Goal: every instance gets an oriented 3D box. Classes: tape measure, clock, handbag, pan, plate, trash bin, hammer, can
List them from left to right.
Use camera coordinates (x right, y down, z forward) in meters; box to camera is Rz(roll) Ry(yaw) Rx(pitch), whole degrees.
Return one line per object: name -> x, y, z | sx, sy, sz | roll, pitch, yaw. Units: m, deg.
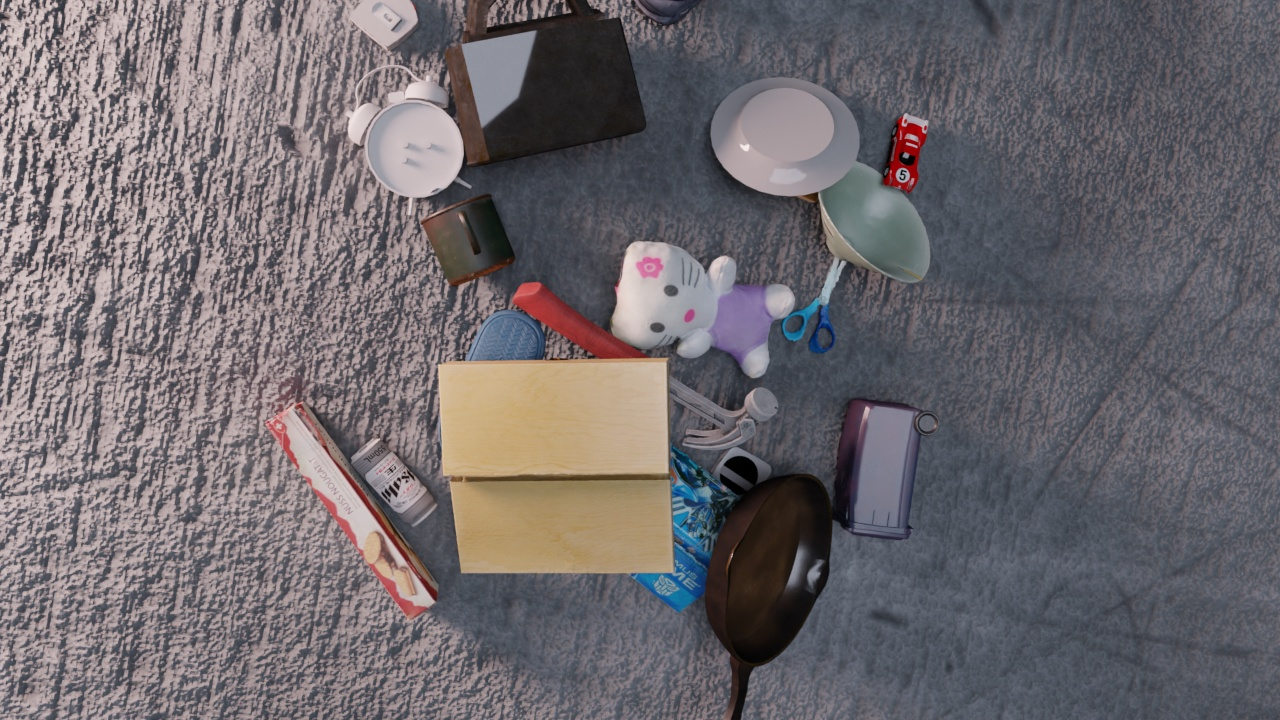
tape measure -> -0.285, -0.388, 1.032 | 0.062, 0.020, 0.060 | 41, 88, -9
can -> -0.284, 0.140, 1.058 | 0.044, 0.044, 0.106 | -41, 98, -4
clock -> -0.260, -0.252, 1.025 | 0.120, 0.061, 0.159 | -26, 98, -5
handbag -> -0.117, -0.332, 1.017 | 0.197, 0.102, 0.199 | -14, 104, -14
hammer -> -0.006, 0.006, 1.046 | 0.315, 0.126, 0.036 | 32, 47, -13
tape measure -> 0.121, 0.143, 1.128 | 0.065, 0.017, 0.064 | 33, 89, -9
pan -> 0.128, 0.298, 1.061 | 0.248, 0.043, 0.356 | 25, 82, -51
plate -> 0.168, -0.268, 1.062 | 0.173, 0.019, 0.172 | 0, 65, 0
trash bin -> 0.292, 0.132, 1.114 | 0.092, 0.094, 0.161 | 7, 93, -3

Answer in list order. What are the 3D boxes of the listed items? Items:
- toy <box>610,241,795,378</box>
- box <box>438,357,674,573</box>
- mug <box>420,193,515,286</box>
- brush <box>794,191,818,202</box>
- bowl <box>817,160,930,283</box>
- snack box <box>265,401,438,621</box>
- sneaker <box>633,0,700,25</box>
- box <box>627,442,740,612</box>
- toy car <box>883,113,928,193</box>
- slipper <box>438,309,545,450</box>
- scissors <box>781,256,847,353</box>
toy -> 0.067, -0.066, 1.069 | 0.209, 0.085, 0.138 | 15, 112, -15
box -> -0.088, 0.120, 1.018 | 0.247, 0.076, 0.257 | -1, 109, 6
mug -> -0.189, -0.133, 1.018 | 0.085, 0.111, 0.081 | -24, 98, -10
brush -> 0.163, -0.231, 1.096 | 0.117, 0.039, 0.049 | 20, 92, -10
bowl -> 0.260, -0.152, 1.096 | 0.174, 0.068, 0.174 | 18, 54, -26
snack box -> -0.321, 0.168, 1.040 | 0.044, 0.077, 0.273 | -34, 97, -8
sneaker -> 0.106, -0.483, 1.014 | 0.252, 0.151, 0.097 | -33, 97, -5
box -> 0.007, 0.176, 1.078 | 0.243, 0.075, 0.167 | 39, 92, -4
toy car -> 0.324, -0.252, 1.118 | 0.038, 0.025, 0.089 | 16, 78, -9
slipper -> -0.170, 0.042, 1.062 | 0.104, 0.059, 0.214 | 17, 104, -2
scissors -> 0.230, -0.074, 1.133 | 0.073, 0.016, 0.134 | 29, 85, -4
